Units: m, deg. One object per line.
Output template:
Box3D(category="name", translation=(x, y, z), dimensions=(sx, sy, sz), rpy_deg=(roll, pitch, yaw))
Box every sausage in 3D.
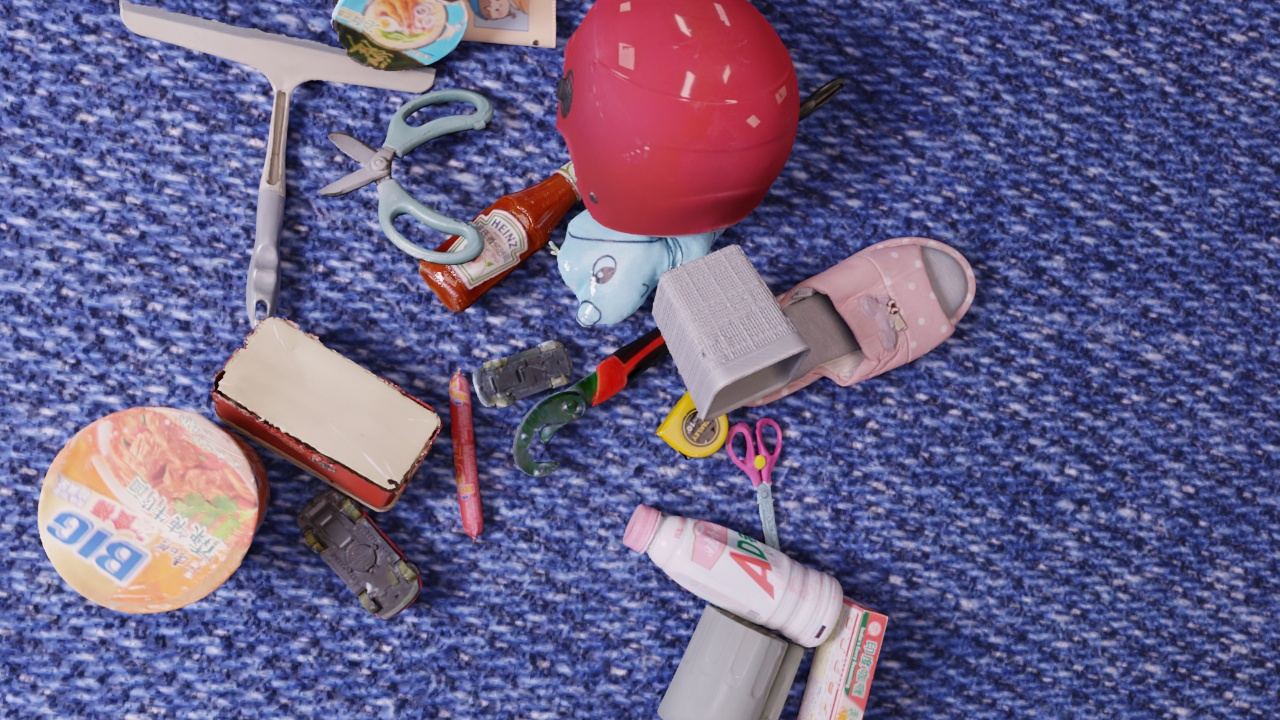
Box3D(category="sausage", translation=(-0.154, 0.083, 0.804), dimensions=(0.020, 0.020, 0.156), rpy_deg=(-6, 89, -10))

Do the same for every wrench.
Box3D(category="wrench", translation=(-0.005, 0.005, 0.820), dimensions=(0.273, 0.016, 0.056), rpy_deg=(-39, 104, -15))

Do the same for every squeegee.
Box3D(category="squeegee", translation=(-0.309, -0.148, 0.775), dimensions=(0.246, 0.039, 0.246), rpy_deg=(5, 89, -24))

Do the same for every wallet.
Box3D(category="wallet", translation=(-0.132, -0.327, 0.820), dimensions=(0.115, 0.024, 0.087), rpy_deg=(1, 93, -8))

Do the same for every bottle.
Box3D(category="bottle", translation=(-0.098, -0.124, 0.801), dimensions=(0.205, 0.060, 0.060), rpy_deg=(-41, 95, -15))
Box3D(category="bottle", translation=(0.080, 0.187, 0.817), dimensions=(0.197, 0.068, 0.068), rpy_deg=(26, 84, -5))

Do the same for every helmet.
Box3D(category="helmet", translation=(0.038, -0.234, 0.766), dimensions=(0.206, 0.144, 0.240), rpy_deg=(-11, 78, -19))

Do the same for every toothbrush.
Box3D(category="toothbrush", translation=(0.124, -0.214, 0.863), dimensions=(0.181, 0.018, 0.015), rpy_deg=(-38, 91, -10))

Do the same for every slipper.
Box3D(category="slipper", translation=(0.191, -0.036, 0.848), dimensions=(0.274, 0.054, 0.114), rpy_deg=(-22, 92, -8))

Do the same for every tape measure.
Box3D(category="tape measure", translation=(0.050, 0.060, 0.834), dimensions=(0.057, 0.029, 0.060), rpy_deg=(38, 82, -5))

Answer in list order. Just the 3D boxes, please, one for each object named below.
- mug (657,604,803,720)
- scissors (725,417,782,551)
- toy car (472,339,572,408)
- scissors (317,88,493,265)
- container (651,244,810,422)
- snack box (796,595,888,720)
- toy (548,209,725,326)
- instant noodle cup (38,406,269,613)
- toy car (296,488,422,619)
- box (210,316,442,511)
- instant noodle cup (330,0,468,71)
Box3D(category="mug", translation=(0.087, 0.286, 0.815), dimensions=(0.124, 0.084, 0.103), rpy_deg=(29, 81, -35))
Box3D(category="scissors", translation=(0.117, 0.120, 0.852), dimensions=(0.063, 0.017, 0.135), rpy_deg=(-16, 95, -22))
Box3D(category="toy car", translation=(-0.103, 0.012, 0.807), dimensions=(0.090, 0.034, 0.043), rpy_deg=(-21, 93, -24))
Box3D(category="scissors", translation=(-0.172, -0.160, 0.770), dimensions=(0.173, 0.019, 0.169), rpy_deg=(40, 67, 12))
Box3D(category="container", translation=(0.070, -0.025, 0.778), dimensions=(0.090, 0.090, 0.114), rpy_deg=(-24, 72, -15))
Box3D(category="snack box", translation=(0.175, 0.293, 0.823), dimensions=(0.027, 0.077, 0.155), rpy_deg=(17, 85, -9))
Box3D(category="toy", translation=(-0.003, -0.100, 0.820), dimensions=(0.156, 0.050, 0.161), rpy_deg=(15, 84, -13))
Box3D(category="instant noodle cup", translation=(-0.365, 0.110, 0.719), dimensions=(0.151, 0.111, 0.151), rpy_deg=(0, 88, -10))
Box3D(category="toy car", translation=(-0.234, 0.161, 0.773), dimensions=(0.053, 0.045, 0.120), rpy_deg=(-40, 89, -8))
Box3D(category="box", translation=(-0.251, 0.040, 0.745), dimensions=(0.168, 0.080, 0.091), rpy_deg=(32, 59, -8))
Box3D(category="instant noodle cup", translation=(-0.209, -0.324, 0.760), dimensions=(0.111, 0.111, 0.120), rpy_deg=(-15, 70, -10))
